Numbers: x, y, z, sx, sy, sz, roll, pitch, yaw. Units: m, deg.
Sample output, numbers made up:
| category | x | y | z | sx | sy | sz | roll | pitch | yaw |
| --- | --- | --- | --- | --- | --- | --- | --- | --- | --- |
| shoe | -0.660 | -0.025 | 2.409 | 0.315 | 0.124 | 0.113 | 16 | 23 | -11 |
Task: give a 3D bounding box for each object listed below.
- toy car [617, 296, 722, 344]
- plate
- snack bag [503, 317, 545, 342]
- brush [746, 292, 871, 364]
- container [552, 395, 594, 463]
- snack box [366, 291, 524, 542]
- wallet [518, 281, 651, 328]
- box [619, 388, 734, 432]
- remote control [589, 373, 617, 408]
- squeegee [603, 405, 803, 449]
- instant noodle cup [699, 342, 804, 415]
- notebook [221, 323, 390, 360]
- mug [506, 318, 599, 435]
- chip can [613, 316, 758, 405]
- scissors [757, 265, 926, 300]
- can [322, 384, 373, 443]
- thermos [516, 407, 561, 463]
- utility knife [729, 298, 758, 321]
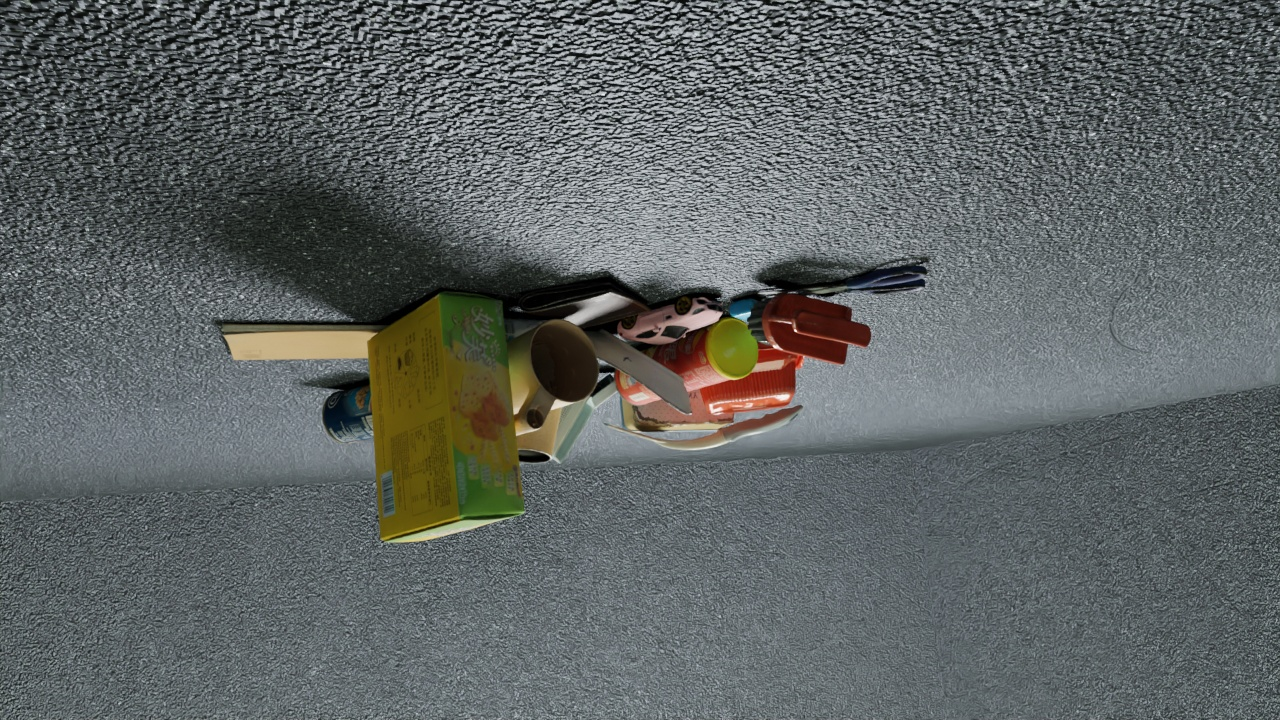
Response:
| category | x | y | z | sx | sy | sz | roll | pitch | yaw |
| --- | --- | --- | --- | --- | --- | --- | --- | --- | --- |
| toy car | 0.031 | -0.039 | 0.964 | 0.123 | 0.037 | 0.056 | -14 | 168 | 37 |
| plate | -0.006 | 0.006 | 1.033 | 0.164 | 0.034 | 0.163 | 31 | 180 | 7 |
| snack bag | -0.132 | -0.031 | 0.958 | 0.105 | 0.026 | 0.045 | 1 | 164 | -37 |
| brush | 0.173 | -0.034 | 0.934 | 0.145 | 0.063 | 0.069 | 9 | 178 | -45 |
| container | -0.131 | 0.065 | 1.188 | 0.111 | 0.089 | 0.090 | 29 | 169 | 8 |
| snack box | -0.190 | 0.058 | 0.874 | 0.070 | 0.210 | 0.158 | 5 | 161 | -41 |
| wallet | -0.052 | -0.053 | 0.903 | 0.096 | 0.020 | 0.122 | -8 | 171 | 17 |
| box | 0.060 | 0.059 | 1.362 | 0.184 | 0.089 | 0.059 | 4 | 163 | -25 |
| remote control | -0.089 | 0.069 | 1.316 | 0.135 | 0.019 | 0.056 | -37 | -167 | 0 |
| squeegee | 0.111 | 0.101 | 1.292 | 0.247 | 0.039 | 0.246 | -12 | 165 | 20 |
| instant noodle cup | 0.143 | 0.023 | 1.237 | 0.164 | 0.079 | 0.189 | -7 | 167 | 4 |
| notebook | -0.328 | -0.017 | 0.983 | 0.211 | 0.012 | 0.150 | -1 | 170 | -20 |
| mug | -0.112 | 0.028 | 0.905 | 0.084 | 0.124 | 0.104 | 42 | 141 | -24 |
| chip can | 0.050 | 0.006 | 1.117 | 0.073 | 0.073 | 0.217 | 2 | 167 | -32 |
| scissors | 0.205 | -0.075 | 0.918 | 0.169 | 0.012 | 0.147 | -1 | 170 | -17 |
| can | -0.369 | 0.070 | 1.257 | 0.111 | 0.075 | 0.075 | -11 | 168 | 30 |
| thermos | -0.129 | 0.046 | 1.094 | 0.093 | 0.143 | 0.093 | 2 | 158 | 1 |
| utility knife | 0.141 | -0.047 | 1.023 | 0.034 | 0.018 | 0.166 | -9 | 170 | 25 |
